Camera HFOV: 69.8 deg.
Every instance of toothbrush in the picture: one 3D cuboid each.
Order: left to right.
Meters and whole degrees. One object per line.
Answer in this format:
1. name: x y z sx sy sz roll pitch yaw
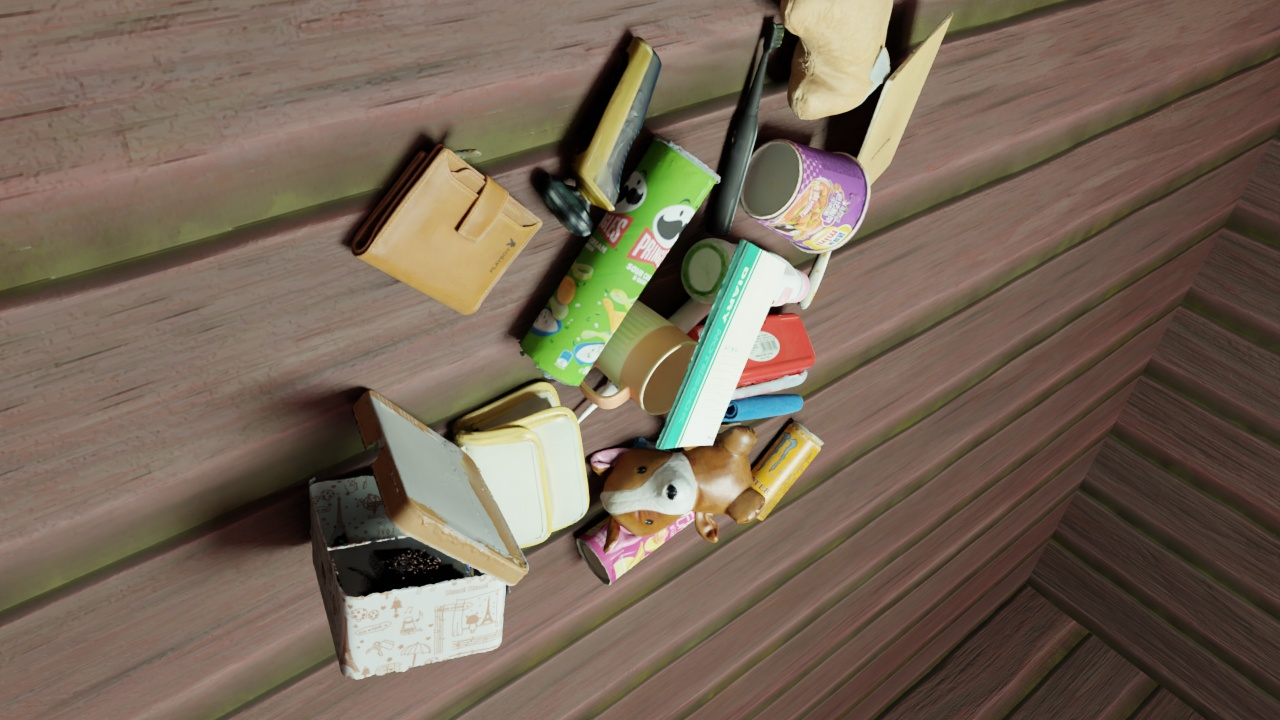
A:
1. toothbrush: -0.006 0.006 0.983 0.220 0.027 0.026 -43 125 -10
2. toothbrush: 0.102 -0.221 0.894 0.027 0.026 0.213 -11 129 -35
3. toothbrush: 0.235 -0.147 1.121 0.018 0.016 0.192 -18 134 -50

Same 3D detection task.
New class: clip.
1. clip: 0.010 0.106 1.106 0.056 0.028 0.024 15 108 -43

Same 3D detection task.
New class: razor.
1. razor: -0.031 -0.186 0.762 0.067 0.062 0.167 22 101 -22

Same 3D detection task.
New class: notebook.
1. notebook: 0.082 -0.011 0.906 0.150 0.012 0.209 6 107 -67
2. notebook: 0.269 -0.255 0.994 0.147 0.008 0.208 -47 162 -30

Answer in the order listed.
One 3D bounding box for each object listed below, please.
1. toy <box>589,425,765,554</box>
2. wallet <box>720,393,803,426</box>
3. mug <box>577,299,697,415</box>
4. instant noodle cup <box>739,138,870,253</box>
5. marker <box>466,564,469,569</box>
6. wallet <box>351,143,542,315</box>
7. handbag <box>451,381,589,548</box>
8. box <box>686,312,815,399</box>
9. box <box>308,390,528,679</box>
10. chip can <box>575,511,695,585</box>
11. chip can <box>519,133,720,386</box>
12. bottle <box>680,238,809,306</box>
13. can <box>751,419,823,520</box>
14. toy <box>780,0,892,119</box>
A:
1. toy: 0.044 0.147 1.062 0.199 0.140 0.130 -7 175 -11
2. wallet: 0.118 0.059 1.116 0.132 0.107 0.040 -2 86 -46
3. mug: -0.012 -0.001 0.900 0.114 0.106 0.082 -35 143 -21
4. instant noodle cup: 0.162 -0.172 0.942 0.099 0.111 0.112 9 115 -43
5. marker: -0.154 0.177 0.985 0.146 0.017 0.017 -50 146 0
6. wallet: -0.145 -0.105 0.723 0.119 0.035 0.130 -48 146 7
7. handbag: -0.140 0.123 0.903 0.178 0.063 0.164 -23 130 -24
8. box: 0.110 0.008 1.089 0.201 0.095 0.100 -10 165 -42
9. box: -0.181 0.125 0.742 0.150 0.182 0.168 -7 116 -26
10. chip can: 0.023 0.191 1.147 0.210 0.071 0.071 -33 142 -23
11. chip can: -0.022 -0.088 0.839 0.236 0.072 0.072 -56 145 9
12. bottle: 0.124 -0.090 1.007 0.196 0.068 0.068 2 120 -52
13. can: 0.198 0.159 1.326 0.146 0.058 0.058 -51 146 1
14. toy: 0.178 -0.331 0.829 0.143 0.082 0.226 -51 146 -28
